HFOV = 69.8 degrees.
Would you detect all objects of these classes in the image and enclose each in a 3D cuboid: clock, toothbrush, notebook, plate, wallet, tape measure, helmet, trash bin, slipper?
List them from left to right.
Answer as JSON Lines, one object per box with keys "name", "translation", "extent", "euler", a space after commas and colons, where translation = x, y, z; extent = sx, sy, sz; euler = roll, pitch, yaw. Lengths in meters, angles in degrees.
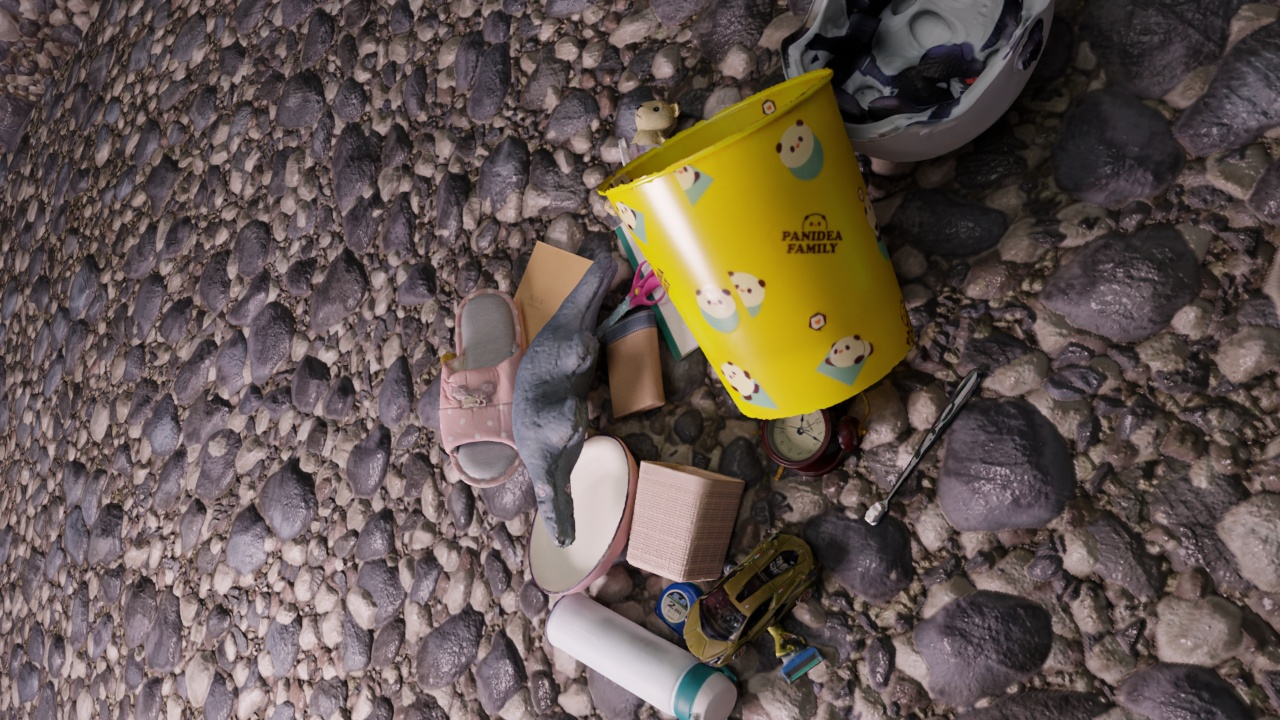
{"name": "slipper", "translation": [-0.196, 0.026, 1.166], "extent": [0.114, 0.054, 0.274], "euler": [-3, 66, 1]}
{"name": "notebook", "translation": [-0.126, -0.041, 1.202], "extent": [0.150, 0.012, 0.211], "euler": [25, 94, 39]}
{"name": "plate", "translation": [-0.059, 0.179, 1.051], "extent": [0.193, 0.039, 0.192], "euler": [-38, 36, 35]}
{"name": "wallet", "translation": [-0.006, 0.006, 1.081], "extent": [0.090, 0.033, 0.115], "euler": [-25, 64, 46]}
{"name": "tape measure", "translation": [0.047, 0.266, 0.987], "extent": [0.058, 0.025, 0.054], "euler": [31, 96, 33]}
{"name": "notebook", "translation": [0.059, -0.123, 1.083], "extent": [0.151, 0.012, 0.209], "euler": [-37, 59, 24]}
{"name": "trash bin", "translation": [0.118, -0.100, 0.850], "extent": [0.230, 0.228, 0.255], "euler": [-17, 110, 32]}
{"name": "clock", "translation": [0.176, 0.067, 0.922], "extent": [0.122, 0.055, 0.082], "euler": [-35, 60, 23]}
{"name": "toothbrush", "translation": [0.269, 0.083, 0.875], "extent": [0.015, 0.018, 0.181], "euler": [40, 102, 39]}
{"name": "helmet", "translation": [0.280, -0.300, 0.881], "extent": [0.229, 0.145, 0.259], "euler": [40, 95, 35]}

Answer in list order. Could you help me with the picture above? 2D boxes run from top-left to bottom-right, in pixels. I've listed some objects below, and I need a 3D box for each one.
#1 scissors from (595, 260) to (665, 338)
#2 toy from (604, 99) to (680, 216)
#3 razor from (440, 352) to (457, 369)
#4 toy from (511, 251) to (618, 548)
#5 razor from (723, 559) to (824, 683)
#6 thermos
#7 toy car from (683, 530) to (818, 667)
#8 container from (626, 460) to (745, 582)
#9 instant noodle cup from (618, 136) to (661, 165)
{"name": "scissors", "translation": [-0.018, -0.071, 1.118], "extent": [0.136, 0.017, 0.064], "euler": [-38, 59, 36]}
{"name": "toy", "translation": [0.002, -0.247, 1.123], "extent": [0.105, 0.066, 0.157], "euler": [12, 78, 55]}
{"name": "razor", "translation": [-0.238, 0.055, 1.231], "extent": [0.062, 0.067, 0.167], "euler": [-53, 46, 32]}
{"name": "toy", "translation": [-0.094, 0.045, 1.084], "extent": [0.138, 0.091, 0.355], "euler": [-16, 59, 45]}
{"name": "razor", "translation": [0.127, 0.260, 0.932], "extent": [0.042, 0.022, 0.142], "euler": [-34, 53, -7]}
{"name": "thermos", "translation": [0.000, 0.320, 0.985], "extent": [0.224, 0.073, 0.073], "euler": [17, 89, 38]}
{"name": "toy car", "translation": [0.109, 0.238, 0.914], "extent": [0.158, 0.042, 0.070], "euler": [-42, 53, -7]}
{"name": "container", "translation": [0.046, 0.171, 0.975], "extent": [0.090, 0.089, 0.111], "euler": [11, 89, 37]}
{"name": "instant noodle cup", "translation": [0.033, -0.158, 1.011], "extent": [0.060, 0.173, 0.138], "euler": [-16, 67, 10]}
